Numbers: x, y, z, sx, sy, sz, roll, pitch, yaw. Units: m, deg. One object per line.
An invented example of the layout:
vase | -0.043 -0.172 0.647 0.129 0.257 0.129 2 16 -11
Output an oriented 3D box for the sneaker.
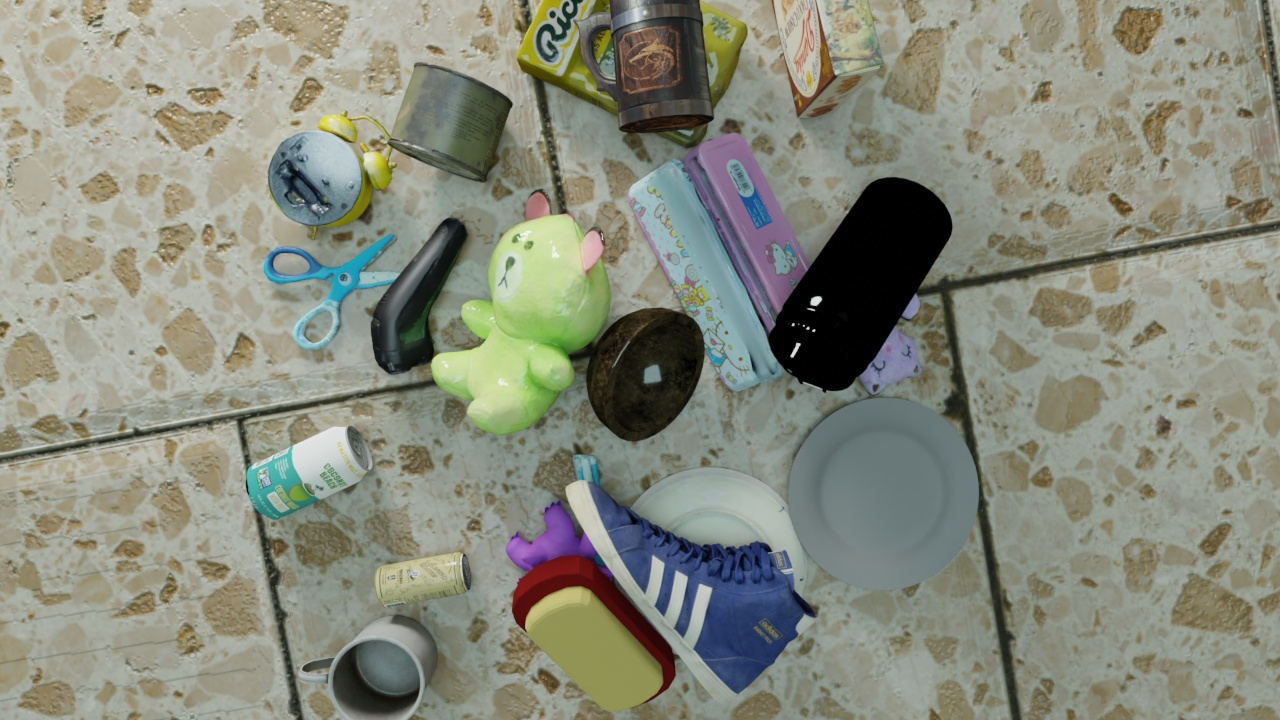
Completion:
sneaker | 0.053 0.168 0.779 0.118 0.091 0.233 -36 93 5

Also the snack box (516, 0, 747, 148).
snack box | -0.005 -0.279 0.818 0.181 0.045 0.121 26 92 -1

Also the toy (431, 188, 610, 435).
toy | -0.092 -0.035 0.799 0.197 0.150 0.107 -54 134 -1

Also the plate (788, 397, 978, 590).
plate | 0.224 0.123 0.850 0.178 0.012 0.178 0 91 -3

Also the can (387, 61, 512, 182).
can | -0.165 -0.207 0.798 0.090 0.090 0.074 20 92 -1

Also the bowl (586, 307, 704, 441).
bowl | -0.005 0.005 0.809 0.056 0.121 0.121 30 92 38

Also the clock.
clock | -0.272 -0.167 0.815 0.119 0.057 0.083 -44 91 2

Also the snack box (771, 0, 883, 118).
snack box | 0.149 -0.293 0.769 0.041 0.143 0.147 -14 93 -1

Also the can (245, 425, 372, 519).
can | -0.299 0.100 0.828 0.101 0.055 0.055 -25 92 1

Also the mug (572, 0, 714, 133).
mug | 0.000 -0.249 0.768 0.116 0.079 0.107 -3 96 25

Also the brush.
brush | -0.039 0.249 0.809 0.082 0.041 0.173 -32 115 14

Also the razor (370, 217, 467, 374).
razor | -0.195 -0.057 0.831 0.067 0.054 0.151 32 83 -30

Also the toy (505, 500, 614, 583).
toy | -0.073 0.187 0.832 0.088 0.055 0.106 44 112 -12

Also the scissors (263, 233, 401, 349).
scissors | -0.282 -0.082 0.842 0.140 0.013 0.118 -41 94 4

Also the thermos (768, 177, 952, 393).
thermos | 0.179 -0.056 0.769 0.086 0.086 0.198 38 66 -2

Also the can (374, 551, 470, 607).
can | -0.199 0.201 0.841 0.079 0.038 0.038 -10 92 0

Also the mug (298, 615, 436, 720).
mug | -0.244 0.278 0.828 0.113 0.070 0.084 6 92 -1

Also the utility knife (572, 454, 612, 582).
utility knife | -0.041 0.169 0.852 0.022 0.015 0.167 -8 91 0

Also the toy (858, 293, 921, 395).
toy | 0.224 -0.025 0.836 0.080 0.036 0.099 -21 92 -9

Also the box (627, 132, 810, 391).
box | 0.084 -0.087 0.836 0.089 0.091 0.214 -30 93 -42

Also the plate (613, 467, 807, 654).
plate | 0.065 0.191 0.845 0.182 0.034 0.182 0 93 -1
